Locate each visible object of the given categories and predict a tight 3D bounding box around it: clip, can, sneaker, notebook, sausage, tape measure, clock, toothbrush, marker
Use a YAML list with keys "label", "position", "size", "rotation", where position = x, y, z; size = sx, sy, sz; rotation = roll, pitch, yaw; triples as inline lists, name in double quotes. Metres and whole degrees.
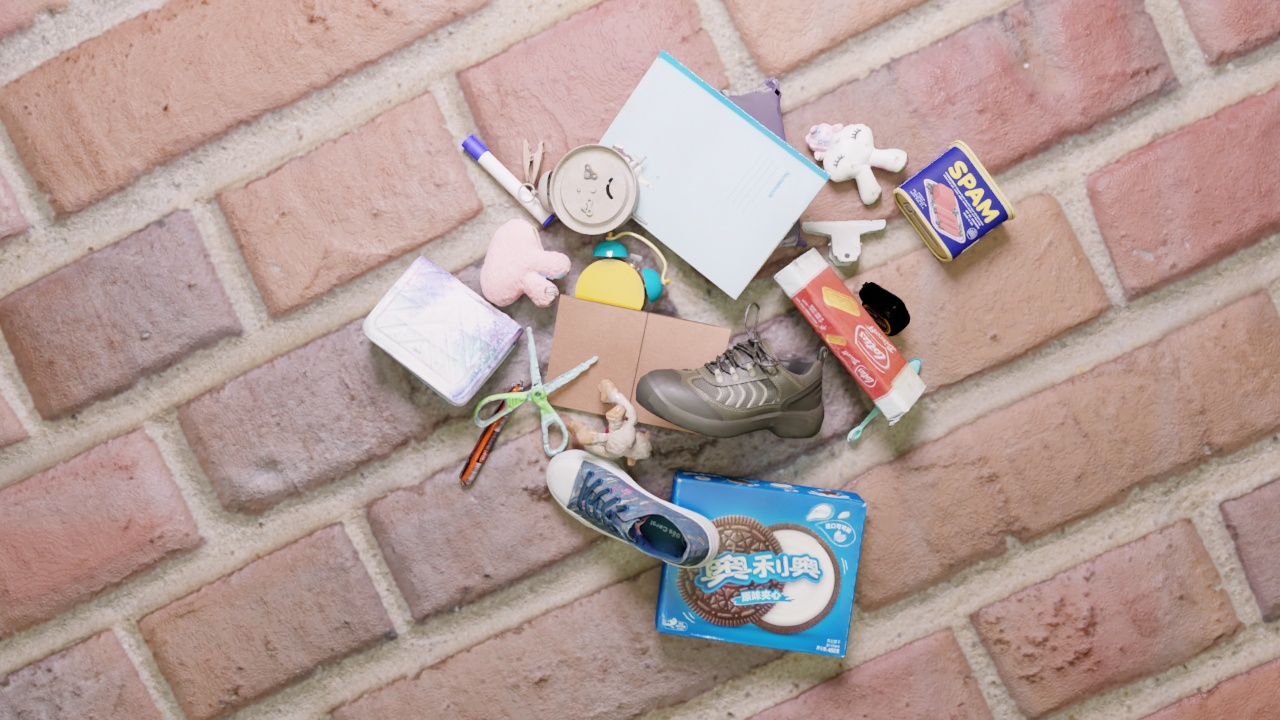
- label: "clip"
  position: [-0.135, -0.245, 1.122]
  size: [0.052, 0.026, 0.059]
  rotation: [42, 92, 0]
- label: "can"
  position: [0.374, -0.189, 1.104]
  size: [0.092, 0.056, 0.116]
  rotation: [-37, 93, 4]
- label: "sneaker"
  position: [0.120, 0.012, 1.066]
  size: [0.237, 0.101, 0.143]
  rotation: [5, 110, -19]
- label: "notebook"
  position: [0.069, -0.220, 1.084]
  size: [0.253, 0.009, 0.181]
  rotation: [40, 105, 12]
- label: "notebook"
  position: [-0.007, 0.007, 1.126]
  size: [0.209, 0.008, 0.141]
  rotation: [11, 109, 0]
- label: "clip"
  position: [0.250, -0.145, 1.119]
  size: [0.102, 0.045, 0.055]
  rotation: [-2, 81, 2]
- label: "sausage"
  position: [-0.187, 0.091, 1.147]
  size: [0.020, 0.020, 0.155]
  rotation: [29, 94, -1]
- label: "tape measure"
  position: [0.298, -0.061, 1.111]
  size: [0.034, 0.061, 0.061]
  rotation: [-37, 136, -9]
- label: "clock"
  position: [-0.028, -0.093, 1.123]
  size: [0.099, 0.043, 0.130]
  rotation: [39, 100, -2]
- label: "sneaker"
  position: [-0.023, 0.183, 1.090]
  size: [0.235, 0.079, 0.087]
  rotation: [25, 101, 21]
- label: "toothbrush"
  position: [0.303, 0.050, 1.140]
  size: [0.022, 0.017, 0.135]
  rotation: [40, 94, 2]
- label: "clock"
  position: [-0.070, -0.202, 1.098]
  size: [0.157, 0.061, 0.103]
  rotation: [1, 96, 12]
- label: "marker"
  position: [-0.161, -0.221, 1.126]
  size: [0.141, 0.020, 0.020]
  rotation: [44, 93, -2]

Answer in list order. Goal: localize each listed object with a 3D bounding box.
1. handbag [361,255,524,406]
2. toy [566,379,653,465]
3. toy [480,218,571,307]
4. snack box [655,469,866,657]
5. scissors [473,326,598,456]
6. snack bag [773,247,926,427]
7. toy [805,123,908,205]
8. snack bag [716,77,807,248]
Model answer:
- label: "handbag"
  position: [-0.241, -0.035, 1.120]
  size: [0.158, 0.069, 0.126]
  rotation: [38, 79, -2]
- label: "toy"
  position: [-0.023, 0.085, 1.121]
  size: [0.106, 0.074, 0.085]
  rotation: [35, 89, -24]
- label: "toy"
  position: [-0.140, -0.111, 1.112]
  size: [0.105, 0.053, 0.108]
  rotation: [24, 89, 10]
- label: "snack box"
  position: [0.147, 0.249, 1.135]
  size: [0.239, 0.056, 0.195]
  rotation: [7, 93, 1]
- label: "scissors"
  position: [-0.123, 0.044, 1.127]
  size: [0.171, 0.023, 0.172]
  rotation: [-28, 105, 5]
- label: "snack bag"
  position: [0.252, -0.032, 1.098]
  size: [0.225, 0.077, 0.041]
  rotation: [51, 132, 3]
- label: "toy"
  position: [0.257, -0.247, 1.111]
  size: [0.122, 0.038, 0.079]
  rotation: [31, 100, 1]
- label: "snack bag"
  position: [0.138, -0.230, 1.103]
  size: [0.096, 0.058, 0.205]
  rotation: [-11, 94, 2]
